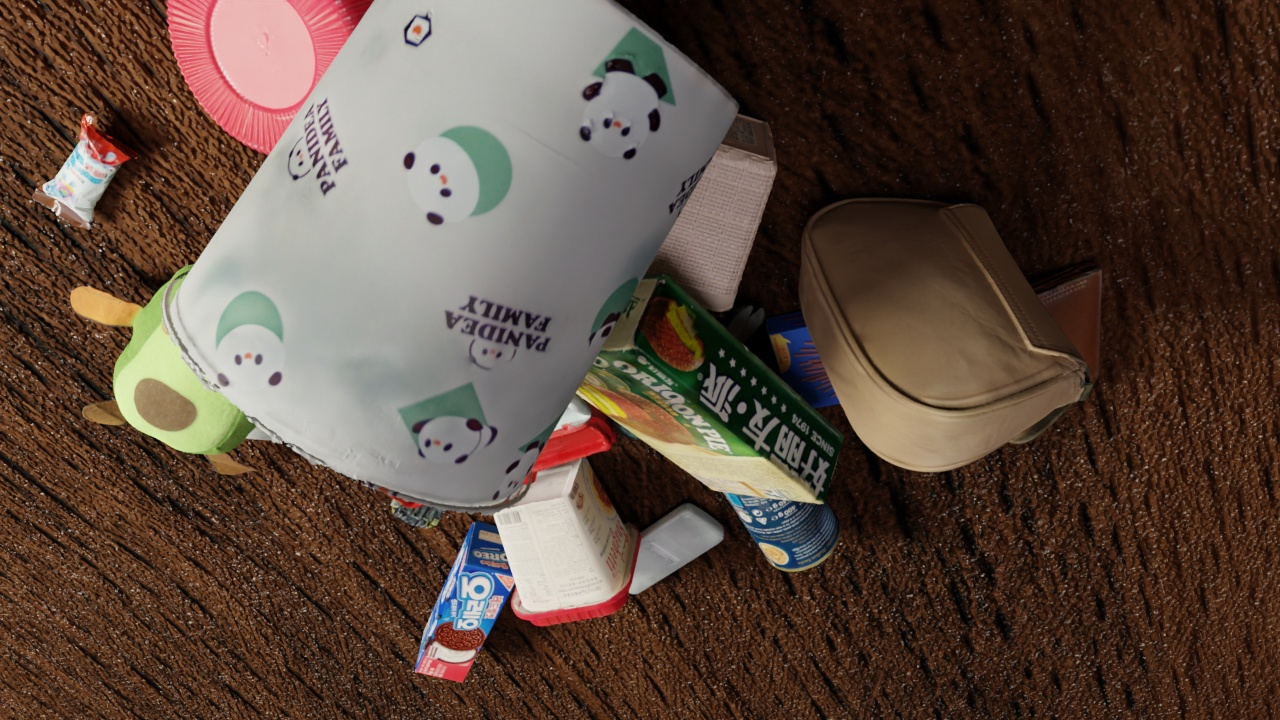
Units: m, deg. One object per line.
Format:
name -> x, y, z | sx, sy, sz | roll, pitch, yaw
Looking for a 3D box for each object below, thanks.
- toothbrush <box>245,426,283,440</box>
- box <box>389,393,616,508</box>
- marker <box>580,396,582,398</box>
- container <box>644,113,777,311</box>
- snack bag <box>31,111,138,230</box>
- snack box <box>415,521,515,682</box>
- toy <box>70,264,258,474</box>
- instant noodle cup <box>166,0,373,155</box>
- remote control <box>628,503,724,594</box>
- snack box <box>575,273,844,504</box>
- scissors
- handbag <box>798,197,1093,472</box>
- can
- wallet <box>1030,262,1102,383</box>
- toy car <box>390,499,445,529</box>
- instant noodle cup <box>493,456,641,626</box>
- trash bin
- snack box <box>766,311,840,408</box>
toothbrush -> -0.299, 0.073, 0.846 | 0.191, 0.016, 0.018 | 6, 139, 0
box -> -0.131, 0.069, 0.750 | 0.201, 0.037, 0.158 | -17, 154, 8
marker -> -0.005, 0.004, 0.763 | 0.131, 0.018, 0.022 | -35, 109, 27
container -> 0.038, -0.109, 0.625 | 0.090, 0.090, 0.111 | 15, 125, -6
snack bag -> -0.412, -0.139, 0.682 | 0.045, 0.026, 0.106 | 37, 125, -26
snack box -> -0.180, 0.254, 0.951 | 0.058, 0.057, 0.208 | 18, 127, -13
toy -> -0.360, 0.009, 0.753 | 0.227, 0.089, 0.247 | 30, 124, -14
instant noodle cup -> -0.214, -0.198, 0.565 | 0.194, 0.065, 0.194 | 8, 119, 14
remote control -> 0.019, 0.186, 0.901 | 0.056, 0.020, 0.136 | 37, 123, -21
snack box -> 0.038, 0.028, 0.670 | 0.115, 0.063, 0.240 | 0, 151, 46
scissors -> 0.039, 0.011, 0.749 | 0.139, 0.019, 0.180 | 10, 132, -17
handbag -> 0.189, -0.022, 0.611 | 0.147, 0.204, 0.100 | -10, 139, -4
can -> 0.121, 0.122, 0.806 | 0.075, 0.075, 0.111 | -21, 123, 20
wallet -> 0.293, -0.009, 0.696 | 0.124, 0.032, 0.101 | -24, 121, -3
toy car -> -0.192, 0.112, 0.854 | 0.049, 0.031, 0.106 | 29, 115, -18
instant noodle cup -> -0.071, 0.159, 0.838 | 0.117, 0.116, 0.124 | -13, 115, 14
trash bin -> -0.091, -0.085, 0.508 | 0.229, 0.229, 0.252 | 32, 102, -19
snack box -> 0.186, -0.011, 0.726 | 0.157, 0.026, 0.084 | -13, 126, 15
